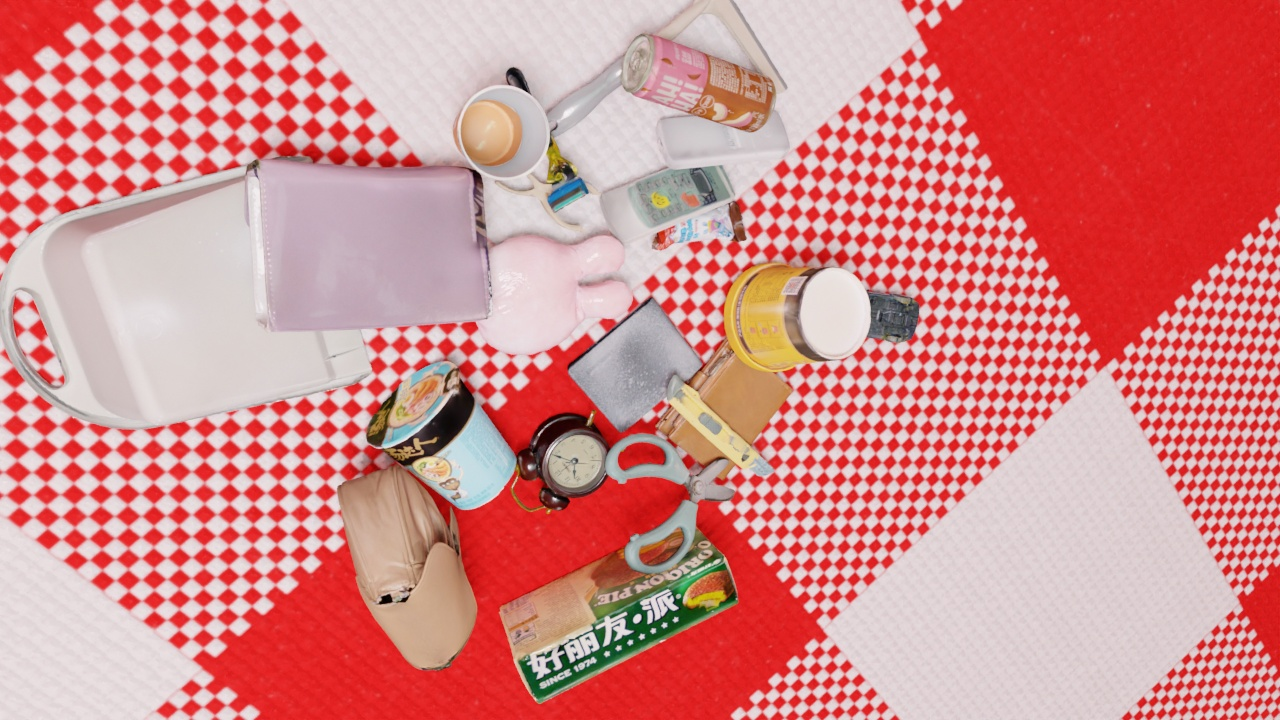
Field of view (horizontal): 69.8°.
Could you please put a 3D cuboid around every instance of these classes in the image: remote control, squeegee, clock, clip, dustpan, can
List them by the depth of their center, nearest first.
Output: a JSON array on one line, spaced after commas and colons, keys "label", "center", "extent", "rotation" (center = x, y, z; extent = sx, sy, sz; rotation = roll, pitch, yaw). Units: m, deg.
[{"label": "dustpan", "center": [-0.419, -0.050, 0.835], "extent": [0.257, 0.143, 0.223], "rotation": [-27, 114, -41]}, {"label": "can", "center": [0.057, -0.263, 0.877], "extent": [0.147, 0.058, 0.058], "rotation": [9, 101, -30]}, {"label": "squeegee", "center": [-0.004, -0.294, 0.890], "extent": [0.246, 0.039, 0.246], "rotation": [-40, 112, -4]}, {"label": "clip", "center": [-0.092, -0.150, 0.902], "extent": [0.104, 0.035, 0.089], "rotation": [0, 103, -13]}, {"label": "remote control", "center": [0.027, -0.164, 0.928], "extent": [0.135, 0.019, 0.056], "rotation": [-24, 83, -15]}, {"label": "remote control", "center": [0.085, -0.225, 0.935], "extent": [0.135, 0.020, 0.055], "rotation": [-9, 70, -16]}, {"label": "clock", "center": [-0.082, 0.108, 0.959], "extent": [0.122, 0.055, 0.082], "rotation": [-38, 112, -9]}]

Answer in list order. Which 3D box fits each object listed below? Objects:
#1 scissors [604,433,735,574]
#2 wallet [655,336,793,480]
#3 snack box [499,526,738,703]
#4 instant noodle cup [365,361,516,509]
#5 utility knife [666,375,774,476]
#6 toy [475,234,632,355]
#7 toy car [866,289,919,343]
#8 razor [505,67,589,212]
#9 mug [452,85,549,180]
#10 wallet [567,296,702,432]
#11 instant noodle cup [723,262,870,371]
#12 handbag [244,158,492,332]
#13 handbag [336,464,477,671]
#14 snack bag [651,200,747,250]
[{"label": "scissors", "center": [0.032, 0.157, 0.966], "extent": [0.174, 0.019, 0.176], "rotation": [16, 72, -32]}, {"label": "wallet", "center": [0.094, 0.054, 1.016], "extent": [0.108, 0.031, 0.132], "rotation": [38, 89, -24]}, {"label": "snack box", "center": [-0.026, 0.262, 0.986], "extent": [0.240, 0.114, 0.063], "rotation": [-24, 109, -12]}, {"label": "instant noodle cup", "center": [-0.185, 0.081, 0.897], "extent": [0.111, 0.111, 0.120], "rotation": [-40, 119, -5]}, {"label": "utility knife", "center": [0.086, 0.077, 0.999], "extent": [0.031, 0.019, 0.175], "rotation": [-46, 120, 4]}, {"label": "toy", "center": [-0.088, -0.068, 0.911], "extent": [0.159, 0.054, 0.121], "rotation": [-12, 115, -9]}, {"label": "toy car", "center": [0.257, -0.053, 1.039], "extent": [0.120, 0.036, 0.054], "rotation": [7, 103, -9]}, {"label": "razor", "center": [-0.093, -0.213, 0.874], "extent": [0.043, 0.022, 0.142], "rotation": [-26, 89, 23]}, {"label": "mug", "center": [-0.133, -0.205, 0.826], "extent": [0.078, 0.123, 0.078], "rotation": [-5, 105, -18]}, {"label": "wallet", "center": [-0.006, 0.006, 0.979], "extent": [0.121, 0.019, 0.097], "rotation": [-40, 110, -3]}, {"label": "instant noodle cup", "center": [0.166, -0.047, 0.955], "extent": [0.118, 0.115, 0.118], "rotation": [0, 90, -27]}, {"label": "handbag", "center": [-0.240, -0.102, 0.816], "extent": [0.196, 0.098, 0.145], "rotation": [-5, 104, -29]}, {"label": "handbag", "center": [-0.214, 0.194, 0.868], "extent": [0.099, 0.147, 0.205], "rotation": [-20, 143, -10]}, {"label": "snack bag", "center": [0.058, -0.140, 0.956], "extent": [0.105, 0.026, 0.045], "rotation": [-9, 82, -15]}]
